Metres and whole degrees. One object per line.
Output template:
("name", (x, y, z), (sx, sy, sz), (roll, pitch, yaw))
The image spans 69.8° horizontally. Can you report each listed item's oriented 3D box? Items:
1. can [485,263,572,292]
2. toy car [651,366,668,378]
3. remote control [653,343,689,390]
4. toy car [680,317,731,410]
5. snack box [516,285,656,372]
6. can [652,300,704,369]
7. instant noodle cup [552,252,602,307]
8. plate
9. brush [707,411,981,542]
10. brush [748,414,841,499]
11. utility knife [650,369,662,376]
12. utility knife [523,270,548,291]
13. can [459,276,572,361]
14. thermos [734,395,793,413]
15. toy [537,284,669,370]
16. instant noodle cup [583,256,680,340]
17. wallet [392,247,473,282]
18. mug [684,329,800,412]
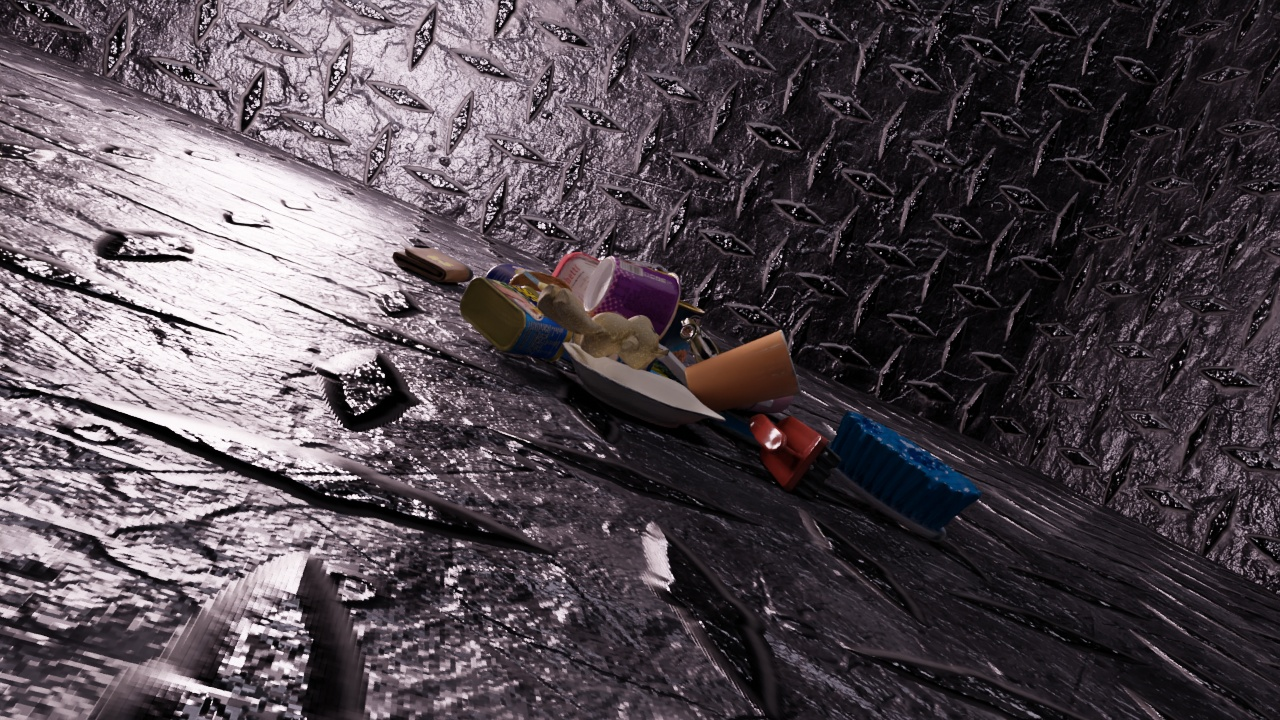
("can", (-0.158, -0.093, 1.296), (0.049, 0.074, 0.148), (23, 7, 31))
("toy car", (-0.007, 0.007, 1.201), (0.105, 0.032, 0.048), (26, 6, 8))
("remote control", (0.045, 0.014, 1.230), (0.049, 0.024, 0.125), (31, -10, 43))
("toy car", (0.096, 0.001, 1.270), (0.070, 0.042, 0.158), (44, 20, -50))
("snack box", (-0.079, -0.030, 1.132), (0.208, 0.058, 0.057), (27, 7, 32))
("can", (0.039, -0.035, 1.360), (0.075, 0.111, 0.075), (22, 9, -4))
("instant noodle cup", (-0.081, -0.099, 1.513), (0.116, 0.116, 0.124), (17, 22, -46))
("plate", (-0.003, 0.034, 0.976), (0.163, 0.034, 0.164), (21, 6, -23))
("brush", (0.209, 0.099, 1.016), (0.314, 0.110, 0.060), (35, 27, 27))
("brush", (0.150, 0.088, 0.948), (0.069, 0.063, 0.146), (36, 3, -8))
("utility knife", (0.006, 0.023, 1.153), (0.182, 0.018, 0.034), (27, 46, 15))
("utility knife", (-0.089, -0.068, 1.203), (0.183, 0.019, 0.030), (43, 18, 16))
("can", (-0.138, -0.046, 1.015), (0.102, 0.057, 0.083), (38, 15, 30))
("thermos", (0.179, 0.048, 1.371), (0.087, 0.067, 0.198), (26, 6, 24))
("toy", (-0.040, -0.035, 0.964), (0.105, 0.066, 0.157), (5, -17, 47))
("instant noodle cup", (-0.016, -0.083, 1.229), (0.099, 0.111, 0.111), (21, 7, -23))
("wallet", (-0.307, -0.141, 1.363), (0.090, 0.033, 0.115), (25, 10, 6))
("mug", (0.118, 0.019, 1.074), (0.123, 0.078, 0.078), (-17, 2, 8))
